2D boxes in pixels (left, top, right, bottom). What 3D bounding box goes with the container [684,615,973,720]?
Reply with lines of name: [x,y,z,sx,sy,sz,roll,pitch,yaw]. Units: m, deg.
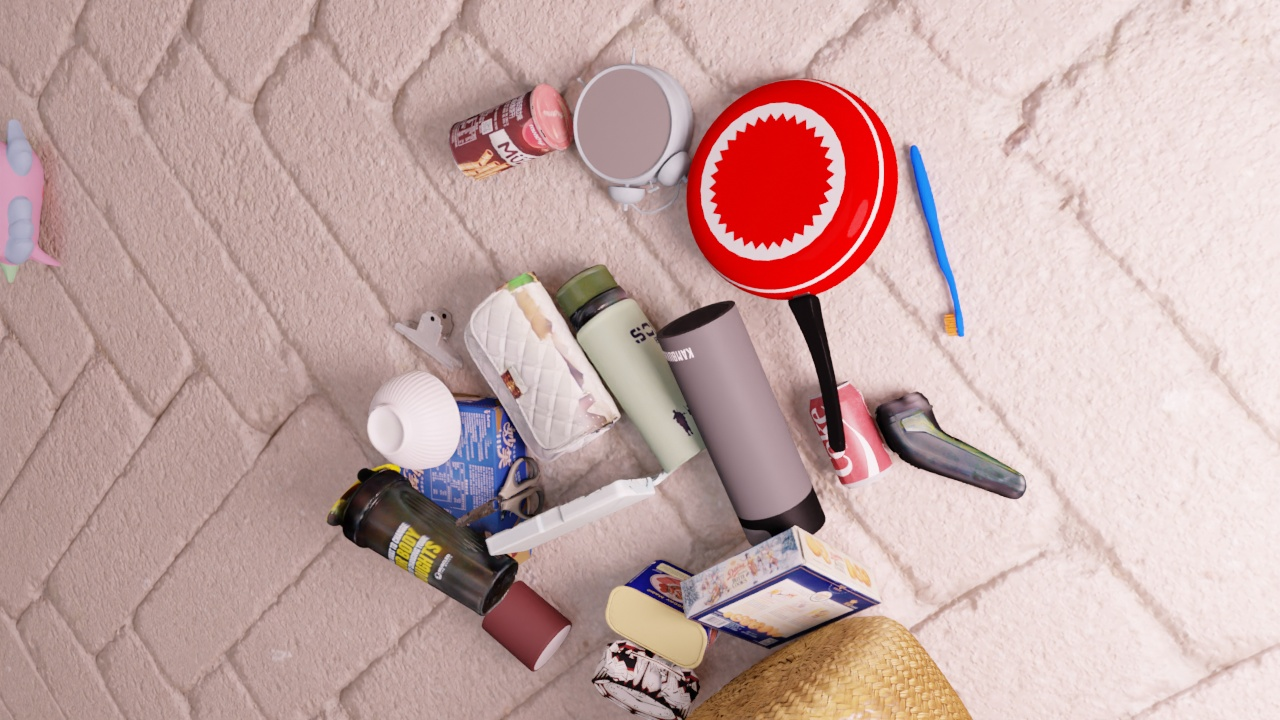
container: [0.163,0.379,0.846,0.308,0.306,0.196,-40,77,28]

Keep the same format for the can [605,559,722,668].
can: [0.035,0.272,1.001,0.116,0.092,0.057,21,109,22]

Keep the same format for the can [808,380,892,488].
can: [0.204,0.072,0.896,0.054,0.053,0.096,-24,88,29]

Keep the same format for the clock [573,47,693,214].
clock: [-0.005,-0.231,0.949,0.123,0.045,0.159,-19,90,30]

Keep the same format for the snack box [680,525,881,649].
snack box: [0.140,0.232,0.916,0.145,0.144,0.042,-33,44,28]

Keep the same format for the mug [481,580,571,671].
mug: [-0.140,0.332,1.124,0.082,0.073,0.106,36,142,17]

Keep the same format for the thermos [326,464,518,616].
thermos: [-0.249,0.205,1.059,0.221,0.098,0.098,28,111,17]

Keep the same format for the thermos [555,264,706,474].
thermos: [-0.006,0.006,0.982,0.082,0.082,0.231,-38,82,28]

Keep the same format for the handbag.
handbag: [-0.114,0.014,1.021,0.139,0.072,0.195,-39,81,45]

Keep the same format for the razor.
razor: [0.291,0.080,0.860,0.151,0.054,0.067,26,89,14]

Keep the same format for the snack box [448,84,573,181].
snack box: [-0.142,-0.247,1.002,0.122,0.072,0.072,-14,94,29]

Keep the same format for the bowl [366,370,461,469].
bowl: [-0.273,0.074,1.060,0.118,0.062,0.118,6,102,27]

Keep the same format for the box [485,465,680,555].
box: [-0.061,0.164,1.005,0.197,0.134,0.040,-27,77,29]

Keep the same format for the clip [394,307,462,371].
clip: [-0.259,-0.034,1.124,0.102,0.050,0.059,33,126,17]

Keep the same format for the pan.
pan: [0.146,-0.091,0.860,0.209,0.067,0.356,-13,80,33]

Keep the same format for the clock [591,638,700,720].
clock: [0.012,0.346,1.016,0.115,0.064,0.155,23,148,7]

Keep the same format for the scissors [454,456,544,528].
scissors: [-0.160,0.149,1.040,0.013,0.171,0.121,-9,68,29]

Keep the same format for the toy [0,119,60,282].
toy: [-0.973,-0.248,1.418,0.171,0.119,0.223,47,118,23]

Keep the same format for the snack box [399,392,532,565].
snack box: [-0.218,0.145,1.121,0.155,0.069,0.203,4,101,27]

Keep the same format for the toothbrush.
toothbrush: [0.271,-0.109,0.846,0.018,0.016,0.182,-13,94,34]

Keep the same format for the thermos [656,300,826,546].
thermos: [0.101,0.067,0.902,0.082,0.082,0.240,-17,105,29]
